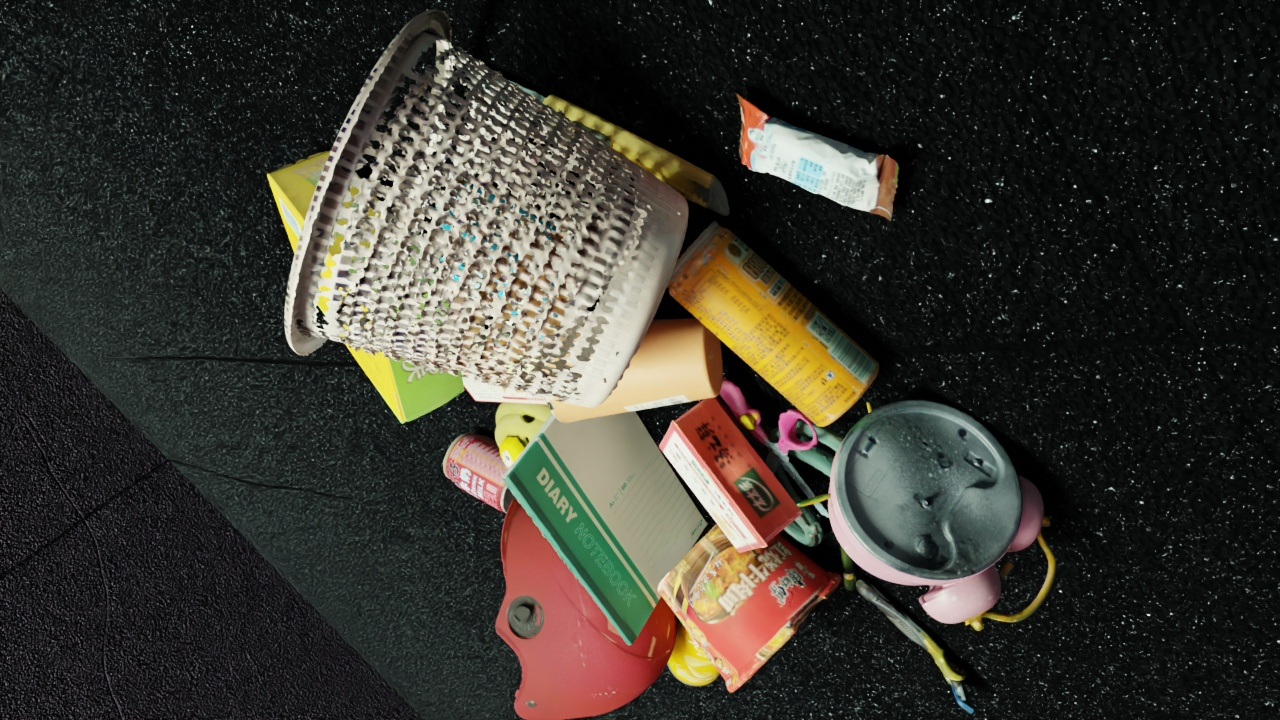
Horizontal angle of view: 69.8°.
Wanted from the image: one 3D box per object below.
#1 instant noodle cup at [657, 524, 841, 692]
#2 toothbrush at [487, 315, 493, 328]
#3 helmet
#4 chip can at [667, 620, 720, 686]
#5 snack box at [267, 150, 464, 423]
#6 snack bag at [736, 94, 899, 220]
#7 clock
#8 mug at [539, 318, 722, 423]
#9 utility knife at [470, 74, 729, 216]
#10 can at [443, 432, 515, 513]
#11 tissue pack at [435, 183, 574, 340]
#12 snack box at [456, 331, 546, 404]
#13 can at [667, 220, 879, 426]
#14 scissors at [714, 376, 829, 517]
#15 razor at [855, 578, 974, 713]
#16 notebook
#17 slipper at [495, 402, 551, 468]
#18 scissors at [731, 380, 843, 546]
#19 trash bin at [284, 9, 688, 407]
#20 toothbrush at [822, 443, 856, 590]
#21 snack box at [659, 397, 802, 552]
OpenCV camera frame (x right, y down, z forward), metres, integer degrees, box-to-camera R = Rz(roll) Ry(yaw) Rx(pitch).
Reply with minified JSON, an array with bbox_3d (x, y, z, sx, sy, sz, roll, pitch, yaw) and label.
[{"bbox_3d":[0.089,0.203,0.806,0.108,0.137,0.138,44,149,16],"label":"instant noodle cup"},{"bbox_3d":[-0.136,-0.026,0.881,0.014,0.016,0.190,13,141,29],"label":"toothbrush"},{"bbox_3d":[-0.042,0.242,0.944,0.144,0.206,0.240,-9,94,24],"label":"helmet"},{"bbox_3d":[0.075,0.279,0.962,0.072,0.071,0.214,33,147,13],"label":"chip can"},{"bbox_3d":[-0.248,-0.068,0.839,0.210,0.069,0.158,46,152,28],"label":"snack box"},{"bbox_3d":[0.096,-0.113,0.514,0.104,0.026,0.048,25,151,23],"label":"snack bag"},{"bbox_3d":[0.192,0.100,0.589,0.158,0.117,0.060,35,158,14],"label":"clock"},{"bbox_3d":[-0.004,0.004,0.686,0.123,0.078,0.078,-5,130,18],"label":"mug"},{"bbox_3d":[-0.030,-0.153,0.617,0.213,0.022,0.031,34,144,20],"label":"utility knife"},{"bbox_3d":[-0.170,0.126,1.044,0.094,0.066,0.067,23,144,26],"label":"can"},{"bbox_3d":[-0.103,-0.075,0.736,0.140,0.063,0.090,32,147,16],"label":"tissue pack"},{"bbox_3d":[-0.120,0.007,0.869,0.156,0.026,0.077,1,135,39],"label":"snack box"},{"bbox_3d":[0.085,-0.024,0.604,0.146,0.058,0.058,42,148,0],"label":"can"},{"bbox_3d":[0.102,0.063,0.683,0.133,0.017,0.135,52,156,2],"label":"scissors"},{"bbox_3d":[0.239,0.238,0.791,0.142,0.022,0.042,46,-168,-1],"label":"razor"},{"bbox_3d":[-0.024,0.126,0.811,0.012,0.150,0.209,-7,125,42],"label":"notebook"},{"bbox_3d":[-0.076,0.101,0.905,0.191,0.081,0.092,22,141,23],"label":"slipper"},{"bbox_3d":[0.125,0.095,0.727,0.170,0.019,0.179,26,147,39],"label":"scissors"},{"bbox_3d":[-0.084,-0.072,0.581,0.192,0.226,0.228,24,148,-7],"label":"trash bin"},{"bbox_3d":[0.164,0.130,0.748,0.017,0.012,0.186,23,144,36],"label":"toothbrush"},{"bbox_3d":[0.068,0.089,0.712,0.113,0.044,0.127,53,169,9],"label":"snack box"}]
